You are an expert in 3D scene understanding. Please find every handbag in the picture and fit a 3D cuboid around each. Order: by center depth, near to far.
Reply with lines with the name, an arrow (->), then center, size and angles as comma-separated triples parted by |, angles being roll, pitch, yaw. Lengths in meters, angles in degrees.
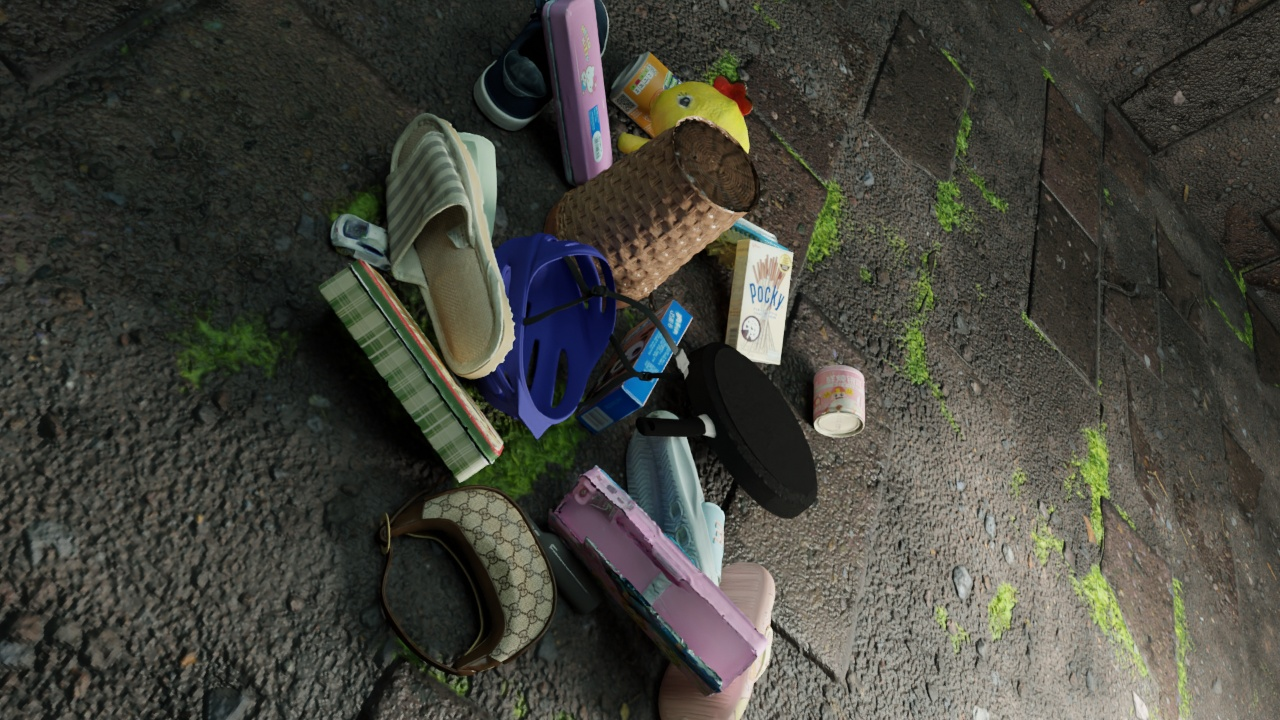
handbag -> -0.155, 0.184, 0.790 | 0.138, 0.063, 0.166 | -24, 83, -36

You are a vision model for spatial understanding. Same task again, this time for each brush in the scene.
brush -> 0.133, -0.159, 1.230 | 0.135, 0.056, 0.075 | 21, 45, -32

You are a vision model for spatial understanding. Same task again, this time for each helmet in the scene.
helmet -> -0.055, -0.036, 0.881 | 0.148, 0.228, 0.240 | 61, 33, -46

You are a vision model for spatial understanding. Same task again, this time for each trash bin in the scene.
trash bin -> 0.010, -0.167, 1.015 | 0.151, 0.211, 0.151 | 20, 55, -32

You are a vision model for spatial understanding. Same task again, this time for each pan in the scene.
pan -> 0.100, 0.071, 1.011 | 0.355, 0.034, 0.225 | 9, 51, -58

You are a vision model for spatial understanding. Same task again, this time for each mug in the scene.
mug -> -0.181, -0.171, 0.920 | 0.084, 0.111, 0.104 | 0, 77, -24

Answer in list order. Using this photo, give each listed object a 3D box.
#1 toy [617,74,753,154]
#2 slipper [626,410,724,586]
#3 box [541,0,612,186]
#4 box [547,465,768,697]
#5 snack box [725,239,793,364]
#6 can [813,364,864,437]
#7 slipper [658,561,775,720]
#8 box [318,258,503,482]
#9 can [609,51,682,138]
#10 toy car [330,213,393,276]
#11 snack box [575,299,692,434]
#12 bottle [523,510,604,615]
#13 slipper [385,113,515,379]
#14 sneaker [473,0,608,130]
toy -> 0.051, -0.264, 1.142 | 0.207, 0.092, 0.134 | -42, 88, -9
slipper -> 0.042, 0.167, 0.941 | 0.074, 0.104, 0.245 | 11, 56, -33
box -> -0.072, -0.310, 1.060 | 0.076, 0.036, 0.214 | -55, 146, -49
box -> 0.001, 0.210, 0.839 | 0.230, 0.085, 0.076 | 45, 32, 14
snack box -> 0.152, -0.074, 1.178 | 0.081, 0.026, 0.150 | 9, 87, -37
can -> 0.263, 0.053, 1.218 | 0.067, 0.067, 0.076 | 28, 52, -28
slipper -> 0.092, 0.299, 0.922 | 0.081, 0.093, 0.196 | 55, 47, -33
box -> -0.196, 0.010, 0.803 | 0.050, 0.118, 0.205 | -37, 92, -10
can -> 0.033, -0.335, 1.220 | 0.142, 0.079, 0.078 | 39, 47, -19
toy car -> -0.253, -0.111, 0.884 | 0.089, 0.028, 0.038 | 23, 52, -31
snack box -> -0.006, 0.006, 0.993 | 0.034, 0.087, 0.150 | 43, 46, -14
bottle -> -0.080, 0.188, 0.869 | 0.113, 0.030, 0.030 | 52, 44, -6
slipper -> -0.183, -0.109, 0.841 | 0.054, 0.115, 0.272 | 5, 58, -48
sneaker -> -0.095, -0.400, 1.114 | 0.120, 0.128, 0.293 | 43, 44, -17
